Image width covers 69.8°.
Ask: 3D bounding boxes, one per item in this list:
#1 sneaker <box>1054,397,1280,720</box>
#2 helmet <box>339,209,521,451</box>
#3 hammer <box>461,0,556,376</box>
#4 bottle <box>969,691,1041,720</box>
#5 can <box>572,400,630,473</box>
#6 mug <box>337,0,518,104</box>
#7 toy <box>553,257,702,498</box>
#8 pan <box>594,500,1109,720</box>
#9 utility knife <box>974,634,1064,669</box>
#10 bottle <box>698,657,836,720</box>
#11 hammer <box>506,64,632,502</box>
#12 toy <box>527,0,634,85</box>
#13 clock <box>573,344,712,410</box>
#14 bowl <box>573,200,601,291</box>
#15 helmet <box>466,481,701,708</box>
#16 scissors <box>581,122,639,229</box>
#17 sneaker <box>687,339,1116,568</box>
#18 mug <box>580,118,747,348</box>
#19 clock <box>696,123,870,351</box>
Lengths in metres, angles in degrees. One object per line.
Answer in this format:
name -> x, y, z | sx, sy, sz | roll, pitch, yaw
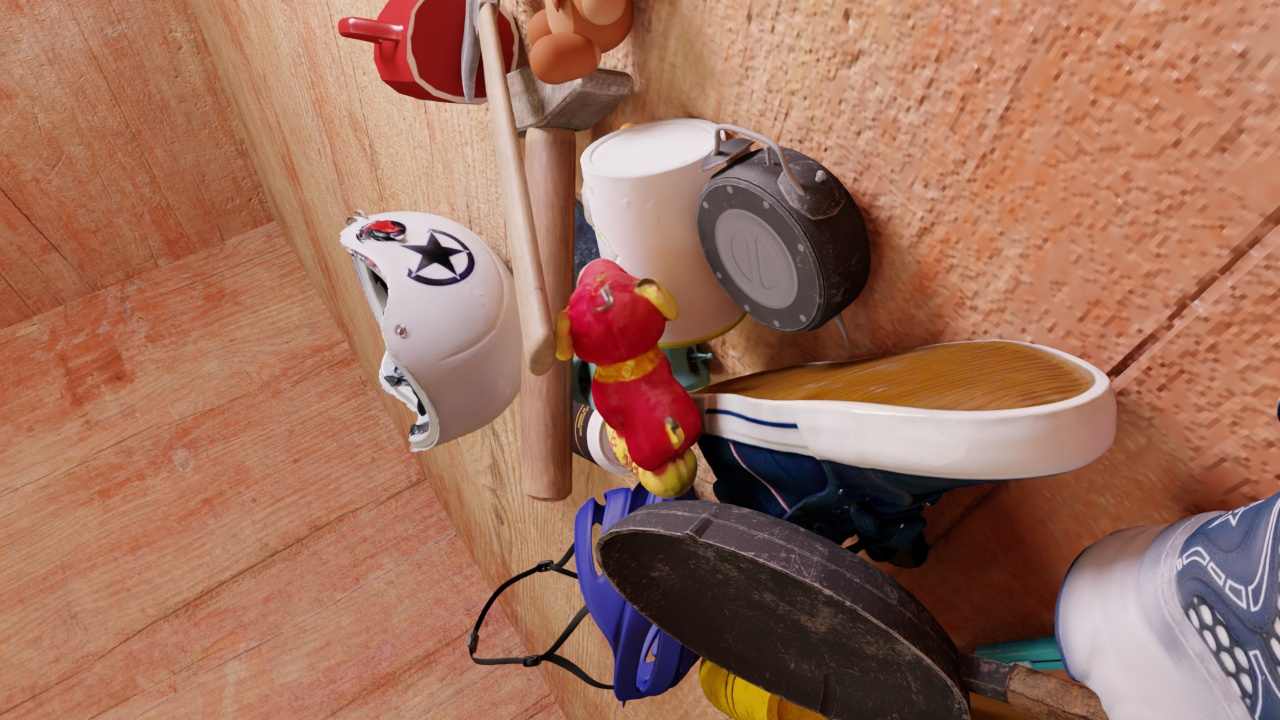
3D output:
sneaker -> 0.242, 0.129, 0.231 | 0.269, 0.103, 0.133 | 54, 152, 30
helmet -> -0.207, -0.050, 0.966 | 0.264, 0.163, 0.237 | 55, 155, 36
hammer -> -0.077, -0.132, 0.544 | 0.120, 0.030, 0.330 | 110, 151, -50
bottle -> 0.209, 0.263, 0.505 | 0.068, 0.067, 0.157 | 15, 130, 63
can -> -0.035, 0.054, 0.815 | 0.129, 0.071, 0.072 | 14, 129, 63
mug -> -0.163, -0.238, 0.689 | 0.096, 0.116, 0.080 | 29, 113, 56
toy -> -0.002, 0.017, 0.491 | 0.105, 0.067, 0.137 | 38, 149, 57
pan -> 0.133, 0.139, 0.432 | 0.358, 0.040, 0.208 | 6, 143, 37
utility knife -> 0.195, 0.157, 0.482 | 0.022, 0.015, 0.159 | 34, 157, 5
bottle -> 0.099, 0.273, 0.778 | 0.071, 0.071, 0.164 | 64, 160, -4
hammer -> -0.059, -0.048, 0.627 | 0.158, 0.037, 0.301 | 18, 108, 62
toy -> -0.039, -0.220, 0.490 | 0.094, 0.065, 0.128 | -113, 12, -48
clock -> -0.004, 0.004, 0.661 | 0.124, 0.089, 0.053 | 8, 112, 60
bowl -> -0.065, -0.077, 0.746 | 0.110, 0.055, 0.110 | 49, 156, 30
helmet -> -0.043, 0.201, 0.802 | 0.147, 0.228, 0.242 | -90, -2, -64
scissors -> -0.004, -0.078, 0.573 | 0.012, 0.083, 0.133 | 16, 136, 36
sneaker -> 0.110, 0.060, 0.439 | 0.295, 0.120, 0.127 | 163, 92, -72
mug -> 0.016, -0.072, 0.521 | 0.082, 0.082, 0.106 | 37, 147, 49
clock -> 0.071, -0.064, 0.449 | 0.091, 0.043, 0.123 | 33, 149, 40
